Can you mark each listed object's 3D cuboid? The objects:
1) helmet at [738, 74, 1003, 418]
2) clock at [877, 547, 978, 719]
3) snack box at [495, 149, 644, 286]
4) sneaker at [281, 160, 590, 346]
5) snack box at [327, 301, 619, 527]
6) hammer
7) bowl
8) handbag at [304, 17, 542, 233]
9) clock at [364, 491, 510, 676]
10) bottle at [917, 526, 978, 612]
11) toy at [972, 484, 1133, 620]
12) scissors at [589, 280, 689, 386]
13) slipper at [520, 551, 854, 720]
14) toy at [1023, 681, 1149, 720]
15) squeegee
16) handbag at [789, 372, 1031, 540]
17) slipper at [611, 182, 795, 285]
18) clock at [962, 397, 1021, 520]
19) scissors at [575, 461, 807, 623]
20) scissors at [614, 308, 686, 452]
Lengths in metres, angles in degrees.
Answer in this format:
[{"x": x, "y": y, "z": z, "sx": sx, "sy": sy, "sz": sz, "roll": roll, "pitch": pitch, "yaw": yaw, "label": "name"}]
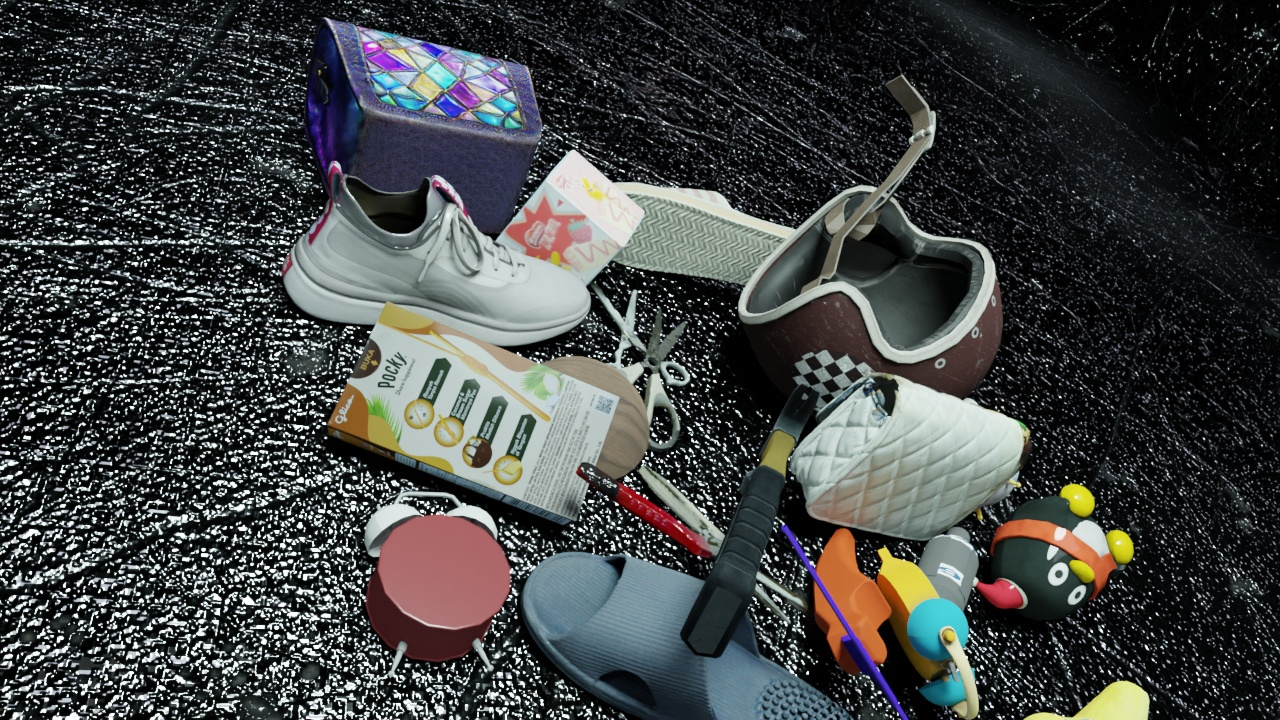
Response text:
[{"x": 0.217, "y": -0.061, "z": 0.868, "sx": 0.253, "sy": 0.235, "sz": 0.232, "roll": 45, "pitch": 41, "yaw": -15, "label": "helmet"}, {"x": 0.216, "y": 0.206, "z": 0.692, "sx": 0.043, "sy": 0.099, "sz": 0.129, "roll": -21, "pitch": 32, "yaw": -3, "label": "clock"}, {"x": -0.067, "y": -0.127, "z": 0.877, "sx": 0.095, "sy": 0.093, "sz": 0.079, "roll": 41, "pitch": 36, "yaw": -10, "label": "snack box"}, {"x": -0.153, "y": -0.090, "z": 0.768, "sx": 0.262, "sy": 0.129, "sz": 0.096, "roll": 8, "pitch": 43, "yaw": -28, "label": "sneaker"}, {"x": -0.120, "y": 0.041, "z": 0.678, "sx": 0.186, "sy": 0.032, "sz": 0.100, "roll": 23, "pitch": 68, "yaw": -8, "label": "snack box"}, {"x": 0.081, "y": 0.095, "z": 0.623, "sx": 0.025, "sy": 0.118, "sz": 0.332, "roll": 27, "pitch": 17, "yaw": 8, "label": "hammer"}, {"x": -0.043, "y": 0.039, "z": 0.747, "sx": 0.119, "sy": 0.032, "sz": 0.119, "roll": 13, "pitch": 52, "yaw": -17, "label": "bowl"}, {"x": -0.213, "y": -0.240, "z": 0.904, "sx": 0.204, "sy": 0.126, "sz": 0.221, "roll": 4, "pitch": 43, "yaw": -29, "label": "handbag"}, {"x": -0.131, "y": 0.136, "z": 0.589, "sx": 0.087, "sy": 0.044, "sz": 0.124, "roll": 6, "pitch": 43, "yaw": -27, "label": "clock"}, {"x": 0.262, "y": 0.181, "z": 0.787, "sx": 0.047, "sy": 0.047, "sz": 0.112, "roll": 37, "pitch": 38, "yaw": 10, "label": "bottle"}, {"x": 0.358, "y": 0.181, "z": 0.811, "sx": 0.097, "sy": 0.100, "sz": 0.119, "roll": 46, "pitch": 61, "yaw": -8, "label": "toy"}, {"x": -0.018, "y": -0.017, "z": 0.862, "sx": 0.141, "sy": 0.014, "sz": 0.164, "roll": 40, "pitch": 40, "yaw": 10, "label": "scissors"}, {"x": 0.049, "y": 0.194, "z": 0.609, "sx": 0.263, "sy": 0.083, "sz": 0.101, "roll": 31, "pitch": 35, "yaw": 2, "label": "slipper"}, {"x": 0.341, "y": 0.340, "z": 0.625, "sx": 0.148, "sy": 0.084, "sz": 0.213, "roll": 0, "pitch": 48, "yaw": -31, "label": "toy"}, {"x": 0.158, "y": 0.185, "z": 0.696, "sx": 0.249, "sy": 0.055, "sz": 0.184, "roll": 57, "pitch": 19, "yaw": -14, "label": "squeegee"}, {"x": 0.227, "y": 0.080, "z": 0.784, "sx": 0.194, "sy": 0.139, "sz": 0.072, "roll": 17, "pitch": 36, "yaw": -36, "label": "handbag"}, {"x": 0.058, "y": -0.132, "z": 0.965, "sx": 0.262, "sy": 0.115, "sz": 0.052, "roll": 12, "pitch": 51, "yaw": -14, "label": "slipper"}, {"x": 0.308, "y": 0.088, "z": 0.888, "sx": 0.051, "sy": 0.089, "sz": 0.125, "roll": 3, "pitch": 46, "yaw": -38, "label": "clock"}, {"x": 0.035, "y": 0.120, "z": 0.678, "sx": 0.199, "sy": 0.015, "sz": 0.179, "roll": 32, "pitch": 6, "yaw": -12, "label": "scissors"}, {"x": 0.010, "y": 0.017, "z": 0.826, "sx": 0.163, "sy": 0.013, "sz": 0.153, "roll": -16, "pitch": 65, "yaw": -40, "label": "scissors"}]
